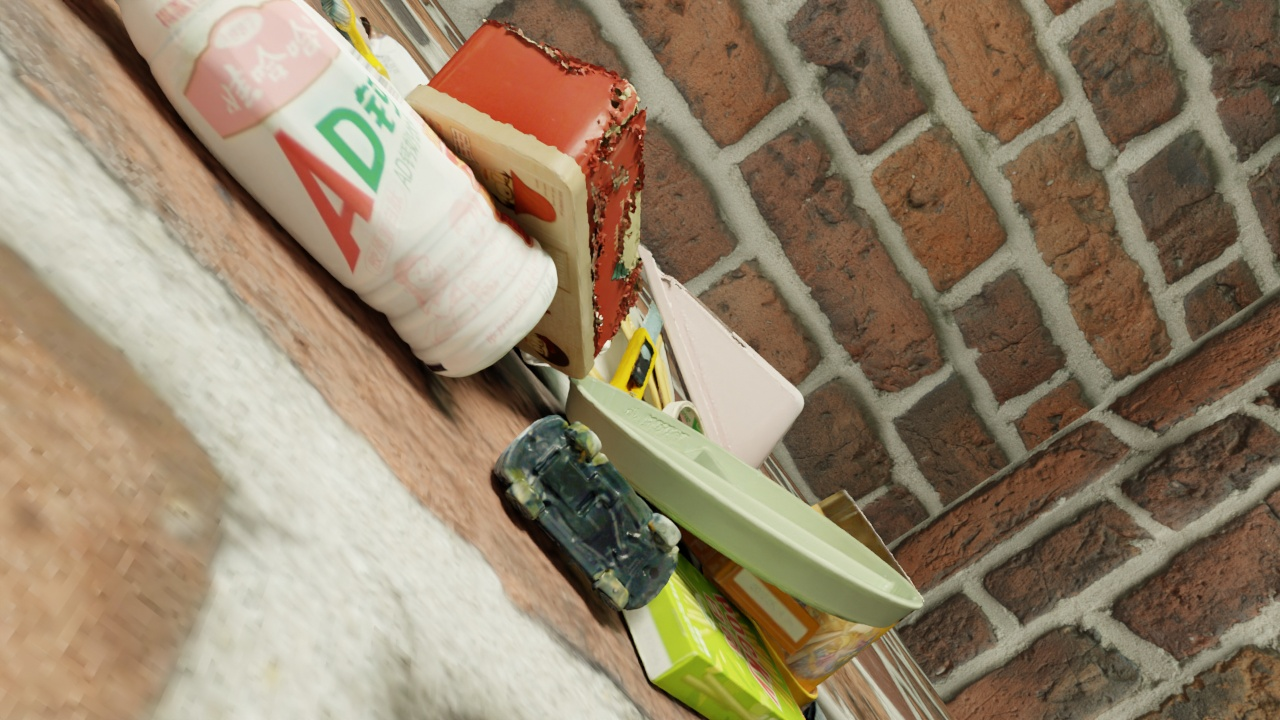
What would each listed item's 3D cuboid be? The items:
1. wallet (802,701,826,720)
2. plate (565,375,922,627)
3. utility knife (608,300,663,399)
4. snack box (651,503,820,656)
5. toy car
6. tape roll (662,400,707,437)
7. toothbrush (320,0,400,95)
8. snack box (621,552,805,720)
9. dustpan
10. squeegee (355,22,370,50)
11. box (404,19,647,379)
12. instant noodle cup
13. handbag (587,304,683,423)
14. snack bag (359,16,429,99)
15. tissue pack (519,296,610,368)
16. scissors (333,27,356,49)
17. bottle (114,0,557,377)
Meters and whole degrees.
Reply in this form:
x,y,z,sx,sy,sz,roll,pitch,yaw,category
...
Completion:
x,y,z,sx,sy,sz,roll,pitch,yaw,category
0.129,0.266,0.568,0.097,0.019,0.121,58,5,17,wallet
0.052,0.077,0.518,0.230,0.027,0.230,32,3,-2,plate
-0.004,0.004,0.668,0.033,0.015,0.208,55,26,-18,utility knife
0.047,0.115,0.566,0.075,0.026,0.154,48,-4,-23,snack box
-0.022,0.064,0.381,0.090,0.042,0.034,49,-27,-13,toy car
0.035,0.074,0.715,0.085,0.014,0.086,-8,90,-67,tape roll
-0.145,-0.154,0.499,0.018,0.016,0.191,29,23,-51,toothbrush
0.035,0.143,0.460,0.156,0.026,0.085,50,8,-43,snack box
0.051,0.045,0.891,0.273,0.138,0.222,42,-5,14,dustpan
-0.125,-0.155,0.760,0.247,0.040,0.249,48,-4,35,squeegee
-0.042,-0.071,0.433,0.091,0.075,0.169,28,-25,13,box
0.122,0.159,0.638,0.118,0.114,0.118,54,5,-7,instant noodle cup
0.011,0.028,0.800,0.179,0.063,0.163,57,7,-7,handbag
-0.135,-0.157,0.548,0.104,0.026,0.048,56,-9,19,snack bag
-0.055,-0.066,0.578,0.090,0.063,0.140,-107,-174,-71,tissue pack
-0.161,-0.162,0.637,0.181,0.019,0.170,51,0,-23,scissors
-0.116,-0.079,0.337,0.197,0.068,0.068,48,8,-26,bottle
